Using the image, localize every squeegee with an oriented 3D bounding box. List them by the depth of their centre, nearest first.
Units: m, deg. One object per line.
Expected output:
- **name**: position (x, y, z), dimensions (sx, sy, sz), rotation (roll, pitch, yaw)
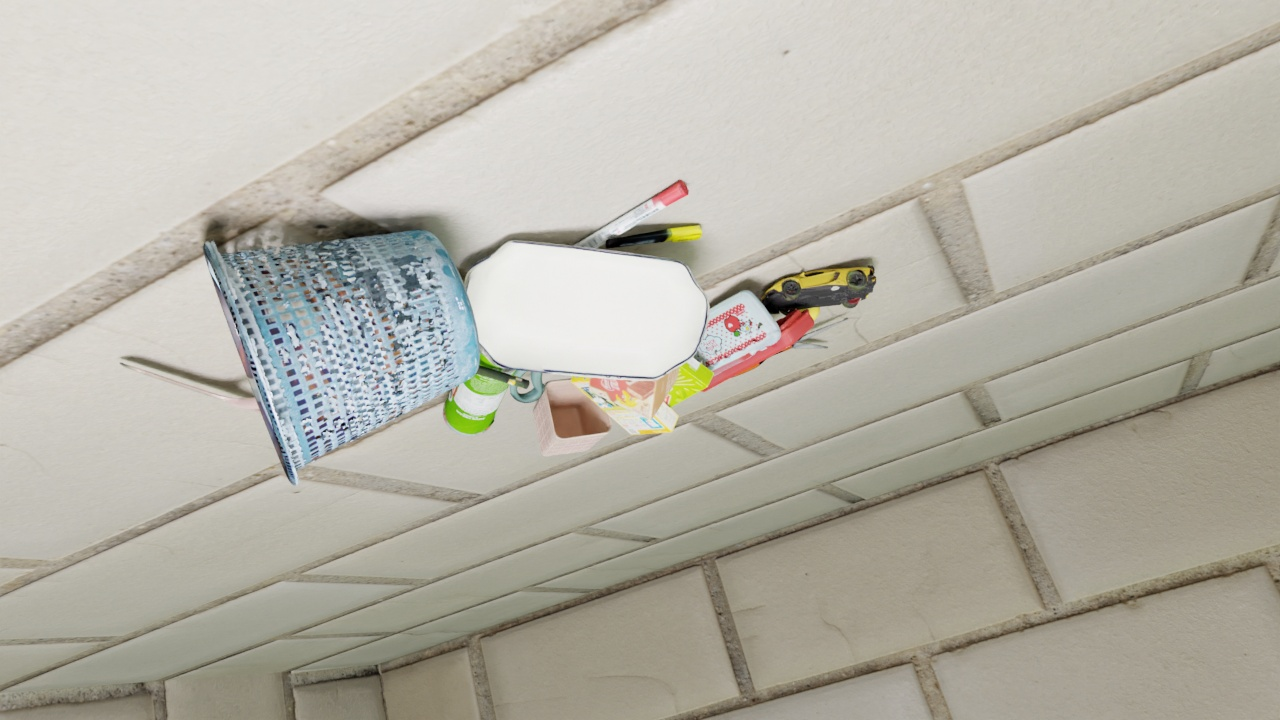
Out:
- **squeegee**: position (-0.383, 0.027, 1.019), dimensions (0.250, 0.040, 0.247), rotation (-14, 158, 17)

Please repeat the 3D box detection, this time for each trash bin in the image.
- **trash bin**: position (-0.264, -0.024, 0.846), dimensions (0.194, 0.226, 0.227), rotation (-20, 162, -24)

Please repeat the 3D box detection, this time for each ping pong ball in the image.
- **ping pong ball**: position (0.227, -0.071, 1.265), dimensions (0.040, 0.040, 0.040), rotation (-13, 159, -5)

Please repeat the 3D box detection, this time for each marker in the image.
- **marker**: position (-0.014, -0.144, 0.951), dimensions (0.145, 0.017, 0.017), rotation (-27, 156, 27)
- **marker**: position (0.015, -0.131, 0.981), dimensions (0.124, 0.015, 0.018), rotation (-13, 165, -32)

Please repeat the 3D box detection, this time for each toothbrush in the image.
- **toothbrush**: position (-0.212, 0.003, 1.036), dimensions (0.185, 0.012, 0.017), rotation (18, 152, -26)

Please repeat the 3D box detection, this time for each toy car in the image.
- **toy car**: position (0.235, -0.094, 1.210), dimensions (0.156, 0.041, 0.071), rotation (-9, 159, 1)

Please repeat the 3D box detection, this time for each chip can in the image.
- **chip can**: position (-0.197, 0.021, 1.158), dimensions (0.072, 0.072, 0.237), rotation (-6, 157, -23)

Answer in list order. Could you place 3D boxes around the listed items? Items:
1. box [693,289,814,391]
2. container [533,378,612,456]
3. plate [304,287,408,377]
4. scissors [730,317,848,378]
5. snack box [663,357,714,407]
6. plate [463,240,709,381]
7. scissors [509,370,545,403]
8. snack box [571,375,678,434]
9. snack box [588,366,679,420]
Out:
- **box**: position (0.125, -0.035, 1.243), dimensions (0.102, 0.100, 0.202), rotation (-37, -177, -41)
- **container**: position (-0.106, 0.089, 1.370), dimensions (0.090, 0.089, 0.111), rotation (-6, 160, -22)
- **plate**: position (-0.299, -0.029, 1.027), dimensions (0.229, 0.028, 0.230), rotation (-13, 158, -5)
- **scissors**: position (0.199, -0.024, 1.389), dimensions (0.234, 0.021, 0.220), rotation (-26, 157, 27)
- **snack box**: position (0.028, 0.026, 1.273), dimensions (0.086, 0.026, 0.157), rotation (36, 150, -12)
- **plate**: position (-0.059, -0.057, 0.992), dimensions (0.265, 0.034, 0.162), rotation (5, 125, -9)
- **scissors**: position (-0.116, 0.003, 1.194), dimensions (0.181, 0.019, 0.170), rotation (-42, 152, 18)
- **snack box**: position (-0.022, 0.054, 1.294), dimensions (0.087, 0.033, 0.140), rotation (-9, 139, 47)
- **snack box**: position (-0.007, 0.007, 1.171), dimensions (0.094, 0.076, 0.093), rotation (25, 148, 12)
